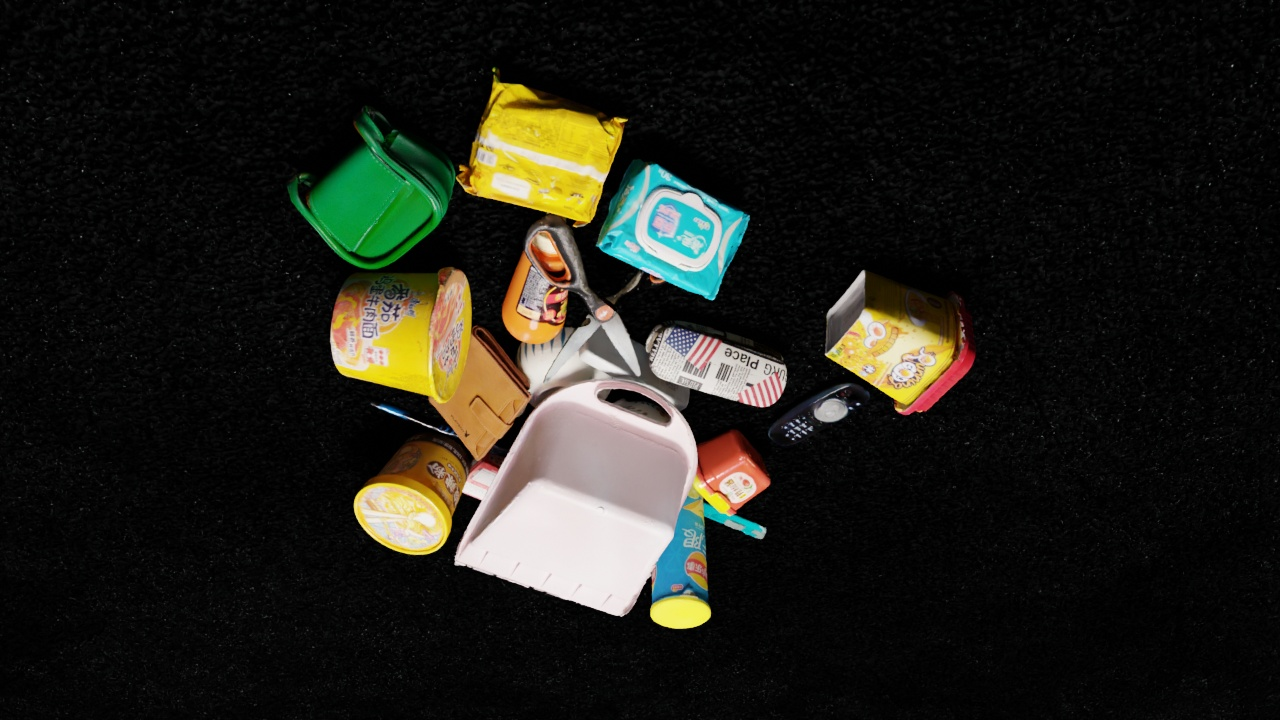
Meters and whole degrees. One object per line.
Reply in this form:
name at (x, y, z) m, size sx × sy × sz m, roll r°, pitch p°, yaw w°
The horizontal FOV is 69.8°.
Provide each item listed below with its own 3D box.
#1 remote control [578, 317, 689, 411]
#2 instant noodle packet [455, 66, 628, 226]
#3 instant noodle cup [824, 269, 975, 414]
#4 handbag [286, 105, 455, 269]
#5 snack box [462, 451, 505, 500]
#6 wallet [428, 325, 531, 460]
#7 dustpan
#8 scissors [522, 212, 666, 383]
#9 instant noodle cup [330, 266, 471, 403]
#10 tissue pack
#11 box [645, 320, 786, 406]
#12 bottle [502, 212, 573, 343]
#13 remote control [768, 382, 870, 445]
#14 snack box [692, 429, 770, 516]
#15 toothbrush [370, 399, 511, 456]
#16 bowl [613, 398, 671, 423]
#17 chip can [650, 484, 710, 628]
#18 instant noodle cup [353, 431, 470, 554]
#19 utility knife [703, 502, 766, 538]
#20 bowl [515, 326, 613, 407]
remote control at (-0.006, 0.006, 1.028) m, size 0.150 × 0.058 × 0.021 m, roll 30°, pitch 132°, yaw -28°
instant noodle packet at (-0.089, -0.187, 0.816) m, size 0.128 × 0.044 × 0.111 m, roll 15°, pitch 109°, yaw -18°
instant noodle cup at (0.267, -0.025, 0.964) m, size 0.123 × 0.115 × 0.116 m, roll 25°, pitch 133°, yaw -9°
handbag at (-0.245, -0.159, 0.852) m, size 0.132 × 0.067 × 0.120 m, roll -29°, pitch 122°, yaw 29°
snack box at (-0.165, 0.173, 1.231) m, size 0.153 × 0.025 × 0.075 m, roll 28°, pitch 130°, yaw -27°
wallet at (-0.184, 0.039, 1.047) m, size 0.108 × 0.031 × 0.132 m, roll 51°, pitch 130°, yaw 10°
dustpan at (-0.057, 0.154, 1.048) m, size 0.222 × 0.138 × 0.274 m, roll 24°, pitch 136°, yaw -15°
scissors at (-0.036, -0.067, 0.919) m, size 0.234 × 0.021 × 0.221 m, roll -43°, pitch 128°, yaw 10°
instant noodle cup at (-0.244, -0.031, 0.942) m, size 0.110 × 0.137 × 0.138 m, roll 8°, pitch 137°, yaw 5°
tissue pack at (0.032, -0.122, 0.863) m, size 0.133 × 0.093 × 0.050 m, roll 23°, pitch 177°, yaw -24°
box at (0.087, 0.006, 1.011) m, size 0.163 × 0.082 × 0.075 m, roll 19°, pitch 127°, yaw -15°
bottle at (-0.098, -0.088, 0.928) m, size 0.066 × 0.066 × 0.150 m, roll 10°, pitch 128°, yaw -11°
remote control at (0.214, 0.061, 1.111) m, size 0.137 × 0.024 × 0.053 m, roll -35°, pitch 125°, yaw 30°
snack box at (0.111, 0.137, 1.159) m, size 0.080 × 0.082 × 0.091 m, roll -33°, pitch 130°, yaw 13°
toothbrush at (-0.246, 0.083, 1.144) m, size 0.189 × 0.014 × 0.016 m, roll 24°, pitch 131°, yaw -23°
bowl at (-0.023, 0.086, 1.096) m, size 0.062 × 0.113 × 0.114 m, roll 50°, pitch 129°, yaw 9°
chip can at (0.047, 0.223, 1.149) m, size 0.071 × 0.209 × 0.071 m, roll 0°, pitch 137°, yaw 0°
instant noodle cup at (-0.274, 0.159, 1.136) m, size 0.118 × 0.114 × 0.119 m, roll 8°, pitch 126°, yaw 11°
utility knife at (0.115, 0.221, 1.291) m, size 0.166 × 0.013 × 0.029 m, roll 26°, pitch 130°, yaw -25°
bowl at (-0.086, 0.024, 1.041) m, size 0.116 × 0.066 × 0.117 m, roll 0°, pitch 137°, yaw 0°
